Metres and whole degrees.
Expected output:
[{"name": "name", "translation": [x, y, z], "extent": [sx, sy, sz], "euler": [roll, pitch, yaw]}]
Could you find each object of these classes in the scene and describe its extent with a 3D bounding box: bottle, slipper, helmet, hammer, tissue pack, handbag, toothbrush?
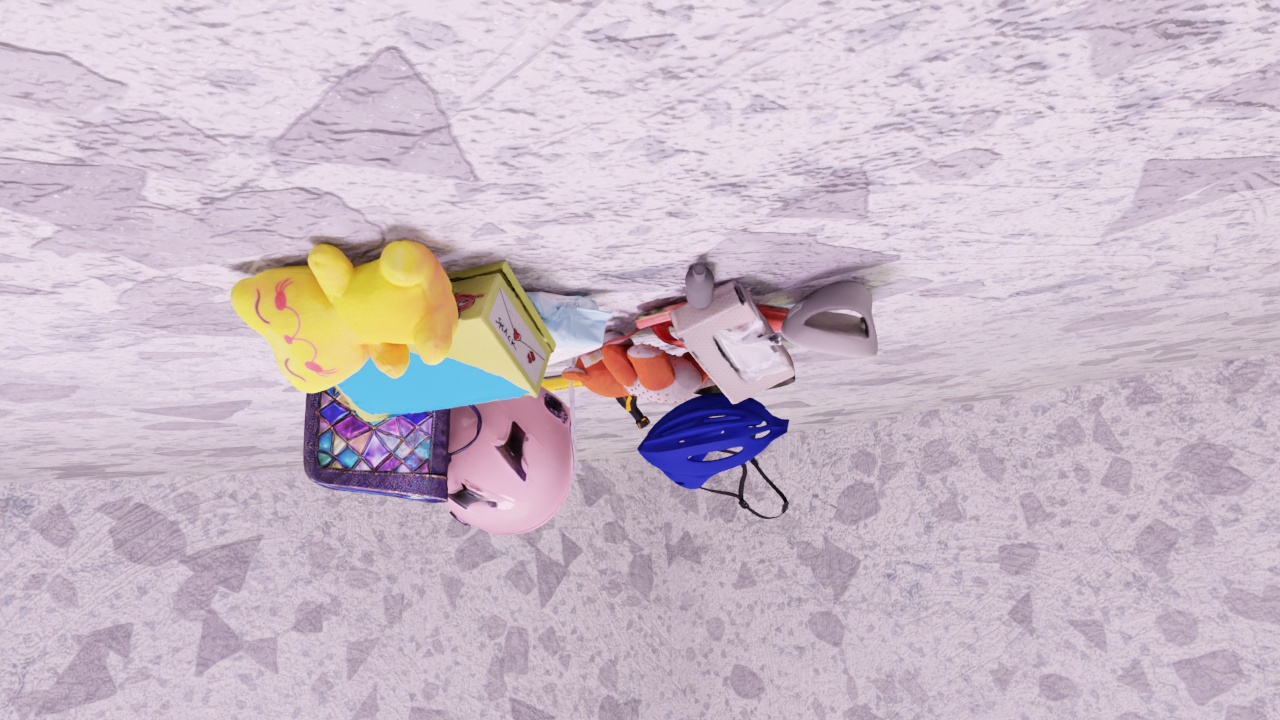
[{"name": "bottle", "translation": [0.062, -0.081, 0.964], "extent": [0.030, 0.030, 0.113], "euler": [-6, 170, 3]}, {"name": "slipper", "translation": [0.236, -0.059, 1.112], "extent": [0.113, 0.081, 0.265], "euler": [13, -171, 11]}, {"name": "helmet", "translation": [0.131, 0.159, 1.444], "extent": [0.242, 0.228, 0.147], "euler": [-21, -161, 23]}, {"name": "hammer", "translation": [0.057, 0.022, 1.359], "extent": [0.036, 0.123, 0.322], "euler": [-40, -169, -37]}, {"name": "tissue pack", "translation": [0.118, -0.014, 1.083], "extent": [0.104, 0.071, 0.181], "euler": [-25, 140, 14]}, {"name": "hammer", "translation": [-0.101, 0.033, 1.556], "extent": [0.325, 0.034, 0.170], "euler": [-9, 169, 13]}, {"name": "handbag", "translation": [-0.322, 0.083, 1.211], "extent": [0.222, 0.204, 0.126], "euler": [3, 169, -14]}, {"name": "toothbrush", "translation": [-0.025, -0.024, 1.122], "extent": [0.015, 0.015, 0.184], "euler": [-21, -174, 29]}, {"name": "slipper", "translation": [0.102, -0.038, 1.165], "extent": [0.248, 0.059, 0.104], "euler": [1, 169, -41]}, {"name": "tissue pack", "translation": [-0.130, -0.032, 1.031], "extent": [0.182, 0.070, 0.112], "euler": [-17, 166, 40]}, {"name": "toothbrush", "translation": [-0.093, 0.069, 1.304], "extent": [0.010, 0.181, 0.010], "euler": [-7, 175, 39]}, {"name": "helmet", "translation": [-0.216, 0.125, 1.325], "extent": [0.230, 0.255, 0.152], "euler": [-43, 147, 7]}]

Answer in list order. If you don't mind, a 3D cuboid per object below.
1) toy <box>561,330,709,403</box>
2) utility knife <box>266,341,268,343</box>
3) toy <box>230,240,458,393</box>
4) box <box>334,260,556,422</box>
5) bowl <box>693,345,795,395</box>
[{"name": "toy", "translation": [-0.007, 0.007, 1.208], "extent": [0.173, 0.093, 0.163], "euler": [2, -179, 33]}, {"name": "utility knife", "translation": [-0.340, -0.024, 1.124], "extent": [0.218, 0.019, 0.031], "euler": [2, 159, -23]}, {"name": "toy", "translation": [-0.257, -0.049, 0.813], "extent": [0.194, 0.134, 0.087], "euler": [-14, -149, 21]}, {"name": "box", "translation": [-0.212, -0.014, 0.920], "extent": [0.221, 0.081, 0.124], "euler": [-9, 134, 26]}, {"name": "bowl", "translation": [0.155, 0.007, 1.414], "extent": [0.162, 0.070, 0.162], "euler": [-5, 170, -1]}]
